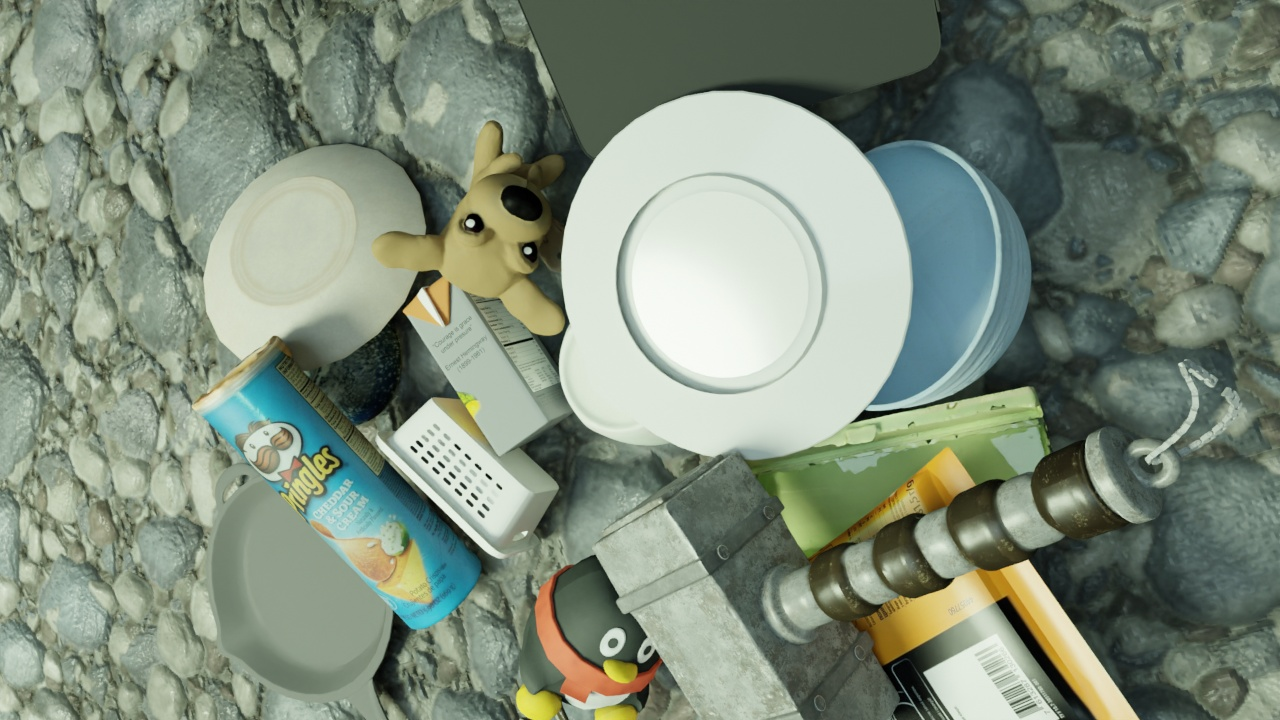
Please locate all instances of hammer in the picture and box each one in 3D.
[{"bbox_3d":[0.126,0.097,0.442,0.327,0.079,0.177,-38,83,43],"label":"hammer"}]

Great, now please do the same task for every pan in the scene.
[{"bbox_3d":[-0.243,0.235,0.752,0.217,0.024,0.354,-39,80,20],"label":"pan"}]

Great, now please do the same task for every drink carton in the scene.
[{"bbox_3d":[-0.103,-0.002,0.651,0.049,0.076,0.125,-35,86,20],"label":"drink carton"}]

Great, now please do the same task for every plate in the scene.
[{"bbox_3d":[0.043,-0.041,0.512,0.209,0.015,0.209,7,107,25],"label":"plate"},{"bbox_3d":[-0.252,-0.084,0.688,0.189,0.027,0.188,-5,71,14],"label":"plate"}]

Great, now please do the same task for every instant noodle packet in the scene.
[{"bbox_3d":[0.149,0.176,0.538,0.221,0.032,0.159,-50,59,39],"label":"instant noodle packet"}]

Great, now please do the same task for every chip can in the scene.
[{"bbox_3d":[-0.212,0.091,0.661,0.080,0.079,0.229,-29,110,21],"label":"chip can"}]

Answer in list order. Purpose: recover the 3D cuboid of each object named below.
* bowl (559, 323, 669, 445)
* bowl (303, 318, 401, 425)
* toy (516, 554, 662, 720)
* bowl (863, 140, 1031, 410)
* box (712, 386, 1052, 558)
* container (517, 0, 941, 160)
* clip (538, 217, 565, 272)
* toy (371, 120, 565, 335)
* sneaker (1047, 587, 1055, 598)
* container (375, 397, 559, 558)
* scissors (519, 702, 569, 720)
[{"bbox_3d":[-0.004,0.004,0.613,0.116,0.065,0.116,2,95,22],"label":"bowl"},{"bbox_3d":[-0.251,-0.001,0.716,0.114,0.060,0.114,2,96,23],"label":"bowl"},{"bbox_3d":[-0.024,0.177,0.618,0.119,0.097,0.099,-55,30,28],"label":"toy"},{"bbox_3d":[0.161,-0.043,0.526,0.151,0.074,0.150,-16,70,52],"label":"bowl"},{"bbox_3d":[0.152,0.065,0.561,0.188,0.064,0.130,-16,131,24],"label":"box"},{"bbox_3d":[0.048,-0.233,0.517,0.242,0.130,0.163,-11,121,22],"label":"container"},{"bbox_3d":[-0.064,-0.084,0.644,0.060,0.041,0.024,44,107,8],"label":"clip"},{"bbox_3d":[-0.095,-0.094,0.607,0.106,0.134,0.108,-38,36,46],"label":"toy"},{"bbox_3d":[0.238,0.270,0.541,0.121,0.127,0.294,-8,79,58],"label":"sneaker"},{"bbox_3d":[-0.118,0.078,0.662,0.129,0.080,0.049,40,96,14],"label":"container"},{"bbox_3d":[-0.015,0.327,0.649,0.180,0.015,0.199,-10,99,49],"label":"scissors"}]
